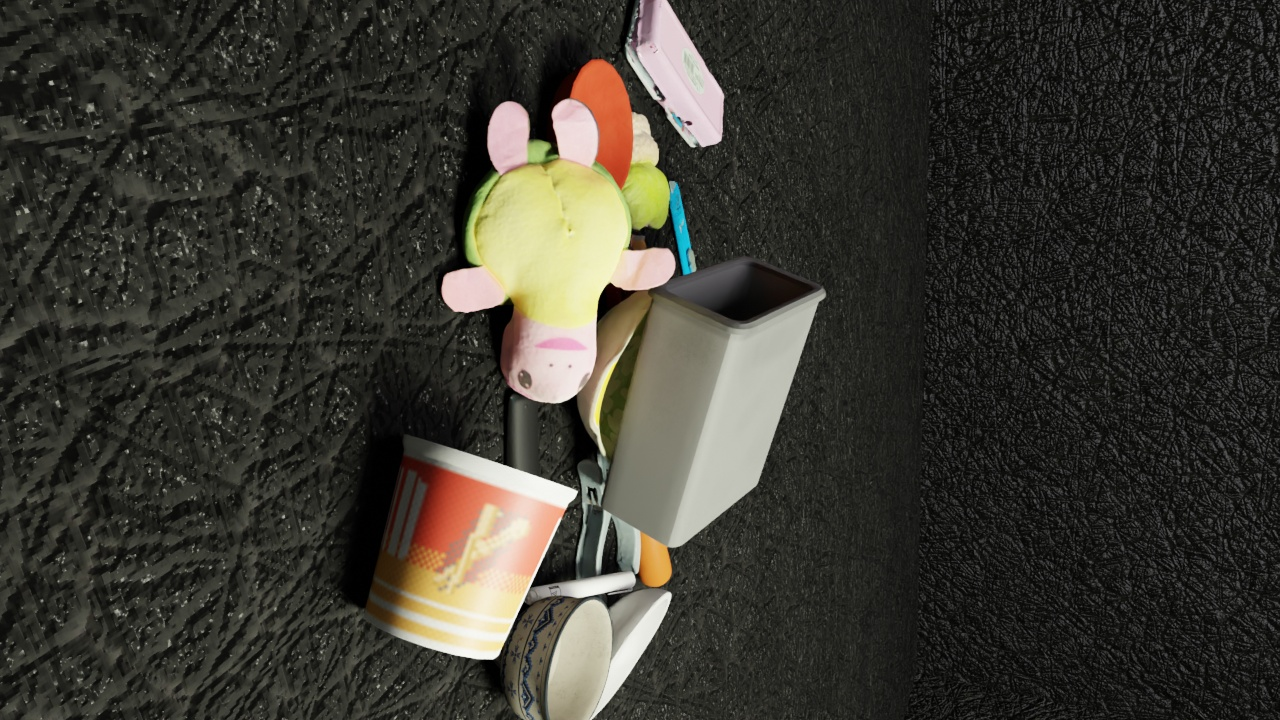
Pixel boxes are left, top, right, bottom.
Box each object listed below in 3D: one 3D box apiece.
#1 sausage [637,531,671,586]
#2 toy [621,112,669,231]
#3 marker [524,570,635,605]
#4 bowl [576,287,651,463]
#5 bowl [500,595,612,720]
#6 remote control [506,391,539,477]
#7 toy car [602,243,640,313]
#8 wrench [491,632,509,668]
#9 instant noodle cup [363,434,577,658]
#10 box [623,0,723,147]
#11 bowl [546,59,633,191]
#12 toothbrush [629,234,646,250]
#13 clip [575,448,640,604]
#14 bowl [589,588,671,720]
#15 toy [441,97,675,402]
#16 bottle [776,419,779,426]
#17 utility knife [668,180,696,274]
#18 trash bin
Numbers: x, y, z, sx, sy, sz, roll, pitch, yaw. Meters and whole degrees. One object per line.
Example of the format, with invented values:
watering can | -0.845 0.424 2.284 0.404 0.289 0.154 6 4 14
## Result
sausage | 0.007 0.177 0.987 0.044 0.039 0.164 -53 140 -56
toy | -0.001 -0.183 0.897 0.092 0.046 0.115 -22 107 -63
marker | -0.054 0.212 0.849 0.133 0.017 0.020 4 66 -48
bowl | -0.005 0.005 0.872 0.218 0.060 0.189 -17 127 -58
bowl | -0.075 0.253 0.778 0.115 0.059 0.115 6 90 -65
remote control | -0.096 0.100 0.778 0.041 0.020 0.152 -19 109 -64
toy car | -0.019 -0.070 0.895 0.042 0.036 0.091 -43 138 -55
wrench | -0.115 0.244 0.777 0.273 0.010 0.069 68 36 -44
instant noodle cup | -0.122 0.128 0.626 0.123 0.123 0.121 36 69 -61
box | 0.037 -0.303 0.970 0.202 0.045 0.086 33 59 -61
bowl | -0.048 -0.199 0.806 0.121 0.035 0.122 -20 113 -62
toothbrush | -0.004 -0.038 0.955 0.015 0.016 0.184 -35 127 -66
clip | -0.046 0.176 0.891 0.142 0.029 0.172 -52 139 -51
bowl | -0.029 0.279 0.897 0.149 0.043 0.150 -50 162 -24
toy | -0.069 -0.080 0.714 0.189 0.088 0.238 -13 110 -27
bottle | 0.132 0.085 1.218 0.173 0.055 0.055 -10 103 -63
utility knife | 0.049 -0.136 1.048 0.031 0.015 0.158 -63 146 -47
trash bin | 0.066 0.032 0.852 0.191 0.098 0.220 -24 135 -54
